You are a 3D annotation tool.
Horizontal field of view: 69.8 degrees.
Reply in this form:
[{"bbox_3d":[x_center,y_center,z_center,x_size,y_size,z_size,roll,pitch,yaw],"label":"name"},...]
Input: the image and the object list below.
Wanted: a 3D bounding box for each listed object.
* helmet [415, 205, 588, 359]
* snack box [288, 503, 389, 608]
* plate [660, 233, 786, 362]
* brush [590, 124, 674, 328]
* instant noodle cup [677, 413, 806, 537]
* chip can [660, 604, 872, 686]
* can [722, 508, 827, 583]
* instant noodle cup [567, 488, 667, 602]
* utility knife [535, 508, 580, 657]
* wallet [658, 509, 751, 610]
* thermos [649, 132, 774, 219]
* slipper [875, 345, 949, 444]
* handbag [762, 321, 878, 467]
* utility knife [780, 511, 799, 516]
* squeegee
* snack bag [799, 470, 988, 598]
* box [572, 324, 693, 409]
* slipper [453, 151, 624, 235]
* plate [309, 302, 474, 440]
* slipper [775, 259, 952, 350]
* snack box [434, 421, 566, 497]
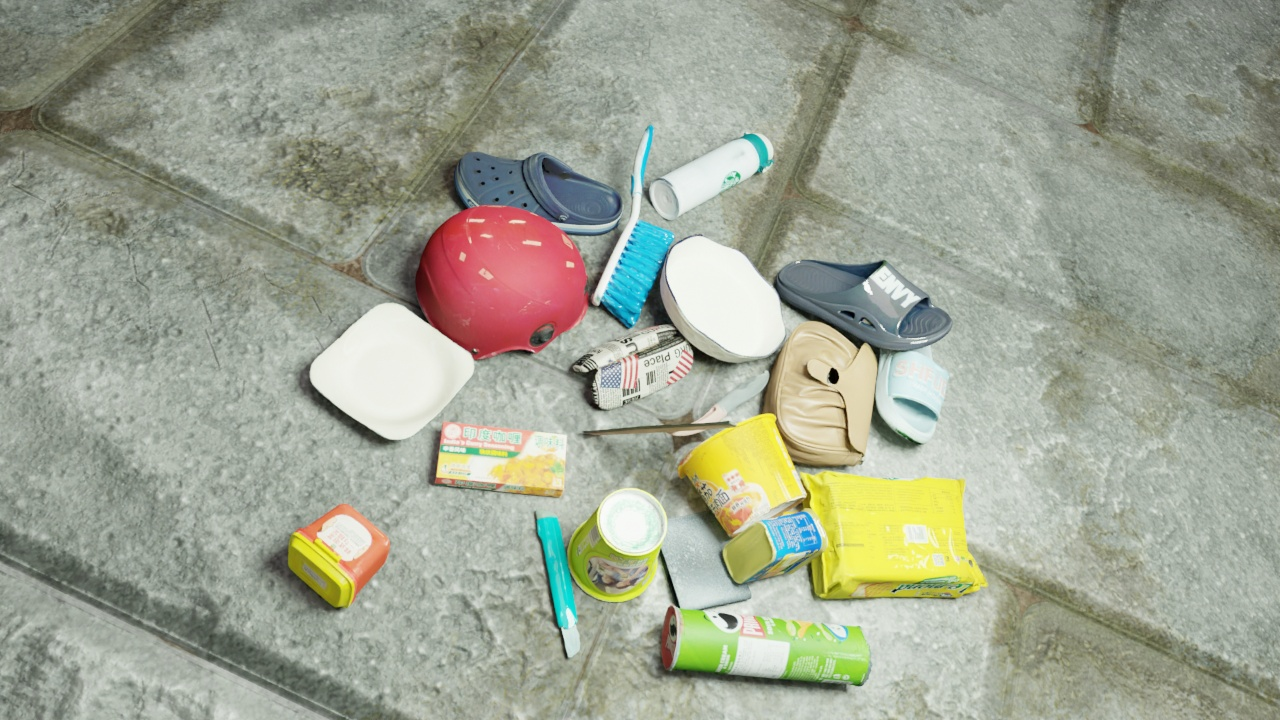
[{"bbox_3d":[-0.174,-0.123,1.219,0.239,0.144,0.206,-12,61,-22],"label":"helmet"},{"bbox_3d":[-0.329,0.211,1.010,0.091,0.082,0.079,38,47,8],"label":"snack box"},{"bbox_3d":[0.112,-0.082,1.293,0.204,0.046,0.204,21,47,-24],"label":"plate"},{"bbox_3d":[0.003,-0.202,1.330,0.109,0.061,0.313,24,69,0],"label":"brush"},{"bbox_3d":[0.132,0.147,1.137,0.137,0.138,0.109,-19,70,-24],"label":"instant noodle cup"},{"bbox_3d":[0.145,0.333,1.063,0.236,0.072,0.072,9,57,-10],"label":"chip can"},{"bbox_3d":[0.160,0.225,1.105,0.083,0.102,0.057,-4,59,-33],"label":"can"},{"bbox_3d":[-0.020,0.208,1.064,0.111,0.124,0.111,7,57,-11],"label":"instant noodle cup"},{"bbox_3d":[-0.097,0.258,1.080,0.029,0.013,0.182,-7,60,-15],"label":"utility knife"},{"bbox_3d":[0.074,0.246,1.131,0.097,0.019,0.120,-7,60,-21],"label":"wallet"},{"bbox_3d":[0.119,-0.294,1.443,0.223,0.073,0.073,-32,72,-29],"label":"thermos"},{"bbox_3d":[0.395,0.012,1.310,0.104,0.074,0.244,31,50,-25],"label":"slipper"},{"bbox_3d":[0.249,0.044,1.250,0.148,0.100,0.204,20,56,-4],"label":"handbag"},{"bbox_3d":[0.254,0.210,1.200,0.201,0.015,0.033,-1,62,-16],"label":"utility knife"},{"bbox_3d":[0.095,0.062,1.185,0.248,0.248,0.040,-23,100,-44],"label":"squeegee"},{"bbox_3d":[0.322,0.220,1.169,0.246,0.068,0.157,4,66,-18],"label":"snack bag"},{"bbox_3d":[-0.007,0.008,1.243,0.161,0.076,0.086,-21,97,-28],"label":"box"},{"bbox_3d":[-0.144,-0.246,1.331,0.252,0.095,0.105,12,55,-12],"label":"slipper"},{"bbox_3d":[-0.312,0.018,1.158,0.164,0.034,0.163,35,57,7],"label":"plate"},{"bbox_3d":[0.313,-0.098,1.314,0.268,0.083,0.110,26,53,31],"label":"slipper"},{"bbox_3d":[-0.171,0.123,1.135,0.155,0.027,0.076,7,57,-11],"label":"snack box"}]
